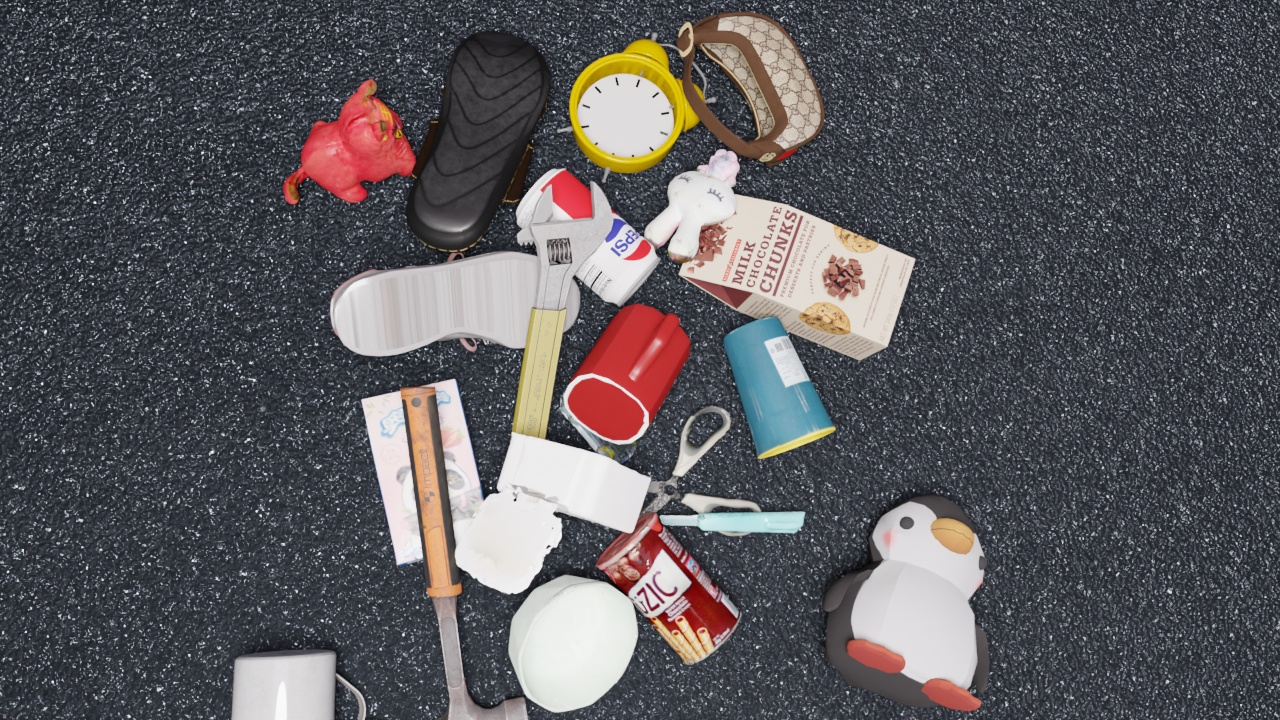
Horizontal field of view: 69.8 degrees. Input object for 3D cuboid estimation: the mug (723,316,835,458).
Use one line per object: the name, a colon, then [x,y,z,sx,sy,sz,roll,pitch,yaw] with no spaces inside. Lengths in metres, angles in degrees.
mug: [0.128,0.024,0.879,0.078,0.078,0.121,-18,78,-12]

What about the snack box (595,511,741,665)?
snack box: [0.026,0.205,0.826,0.072,0.072,0.121,-41,92,-14]

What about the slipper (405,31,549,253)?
slipper: [-0.155,-0.208,0.877,0.113,0.076,0.267,11,62,-1]

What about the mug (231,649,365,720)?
mug: [-0.284,0.281,0.770,0.113,0.084,0.070,10,73,-42]

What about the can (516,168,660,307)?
can: [-0.050,-0.117,0.878,0.132,0.070,0.070,41,76,1]

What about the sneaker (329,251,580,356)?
sneaker: [-0.174,-0.055,0.845,0.235,0.089,0.099,-6,106,-33]

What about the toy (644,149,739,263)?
toy: [0.053,-0.151,0.882,0.079,0.038,0.122,31,84,40]

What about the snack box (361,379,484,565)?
snack box: [-0.193,0.100,0.835,0.088,0.033,0.154,-13,82,-12]

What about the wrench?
wrench: [-0.082,-0.029,0.837,0.083,0.018,0.273,7,100,-17]

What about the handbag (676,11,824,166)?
handbag: [0.104,-0.275,0.916,0.138,0.063,0.166,-20,83,-36]

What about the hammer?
hammer: [-0.185,0.179,0.790,0.137,0.035,0.314,-8,92,-12]

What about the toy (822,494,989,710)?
toy: [0.248,0.215,0.848,0.159,0.140,0.183,28,61,-3]

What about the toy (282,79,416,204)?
toy: [-0.280,-0.199,0.848,0.132,0.094,0.088,-33,86,-11]

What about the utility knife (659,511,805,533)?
utility knife: [0.087,0.152,0.864,0.141,0.015,0.022,2,105,-11]

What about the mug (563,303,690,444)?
mug: [-0.005,0.005,0.824,0.080,0.117,0.096,35,51,-4]

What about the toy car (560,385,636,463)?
toy car: [-0.042,0.060,0.865,0.038,0.027,0.090,-36,83,-37]

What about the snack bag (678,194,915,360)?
snack bag: [0.149,-0.087,0.903,0.206,0.070,0.094,22,77,-4]

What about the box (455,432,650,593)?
box: [-0.080,0.135,0.775,0.107,0.151,0.132,8,77,30]

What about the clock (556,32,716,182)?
clock: [-0.004,-0.256,0.923,0.151,0.052,0.113,-41,88,-9]

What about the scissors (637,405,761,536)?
scissors: [0.045,0.120,0.877,0.157,0.012,0.170,34,81,-2]

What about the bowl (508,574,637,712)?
bowl: [-0.066,0.239,0.804,0.117,0.061,0.117,-8,106,-32]
